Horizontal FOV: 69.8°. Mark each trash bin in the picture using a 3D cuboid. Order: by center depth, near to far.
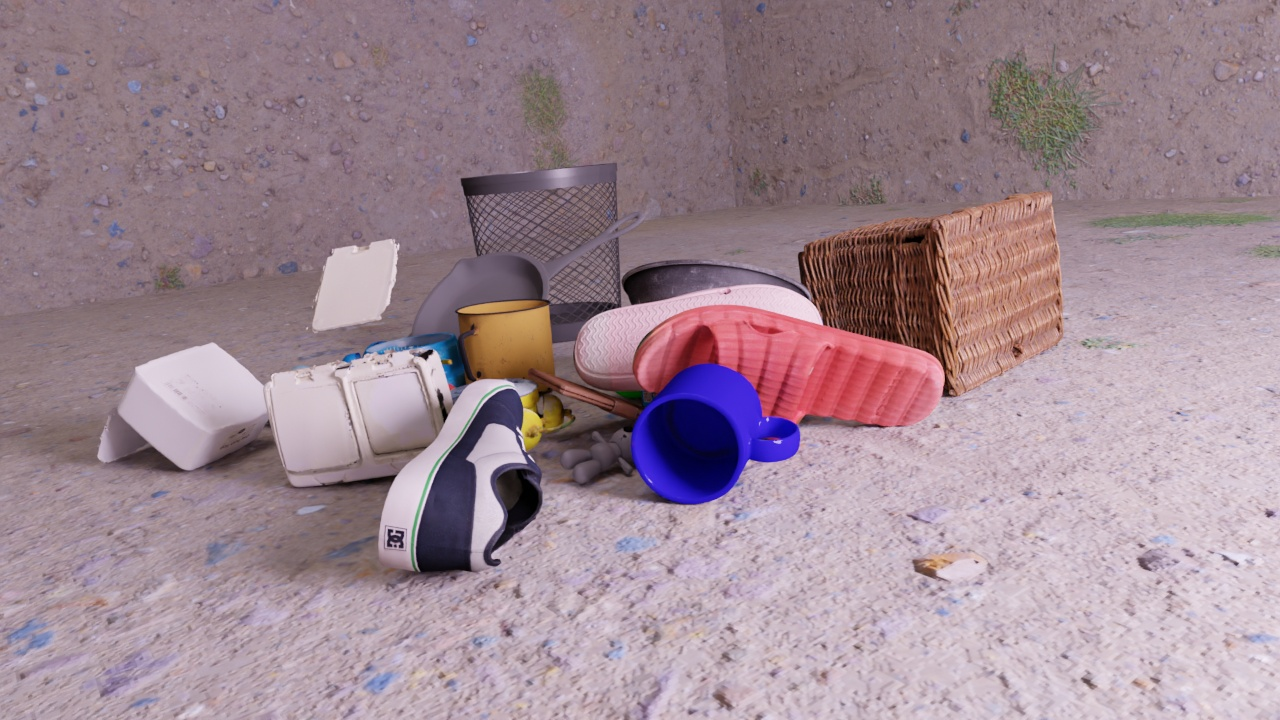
[{"bbox_3d":[-0.130,-0.154,1.302,0.218,0.227,0.217,-5,13,1],"label":"trash bin"}]

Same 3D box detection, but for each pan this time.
[{"bbox_3d":[0.055,-0.046,0.992,0.187,0.055,0.357,9,-13,-11],"label":"pan"},{"bbox_3d":[-0.146,-0.089,1.155,0.354,0.024,0.216,-30,48,3],"label":"pan"}]

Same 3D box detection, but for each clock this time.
[{"bbox_3d":[-0.114,0.048,0.786,0.119,0.057,0.083,-1,13,21],"label":"clock"},{"bbox_3d":[-0.267,0.009,1.019,0.161,0.060,0.116,-5,13,8],"label":"clock"}]

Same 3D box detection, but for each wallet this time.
[{"bbox_3d":[-0.031,0.036,0.793,0.121,0.013,0.087,21,0,-28],"label":"wallet"}]

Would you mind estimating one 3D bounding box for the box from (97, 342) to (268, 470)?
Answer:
[{"bbox_3d":[-0.440,0.063,0.863,0.121,0.137,0.108,39,19,3],"label":"box"}]

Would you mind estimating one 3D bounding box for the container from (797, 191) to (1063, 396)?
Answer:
[{"bbox_3d":[0.293,-0.074,0.939,0.249,0.162,0.184,-18,12,-43],"label":"container"}]

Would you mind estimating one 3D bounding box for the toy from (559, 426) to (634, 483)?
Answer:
[{"bbox_3d":[-0.011,0.067,0.717,0.111,0.030,0.049,-18,46,-36],"label":"toy"}]

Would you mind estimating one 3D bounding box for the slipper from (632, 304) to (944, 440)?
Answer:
[{"bbox_3d":[0.117,0.019,0.715,0.249,0.104,0.059,7,42,-3],"label":"slipper"}]

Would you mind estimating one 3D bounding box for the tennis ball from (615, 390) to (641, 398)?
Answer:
[{"bbox_3d":[-0.005,0.005,0.910,0.065,0.065,0.065,-5,13,1],"label":"tennis ball"}]

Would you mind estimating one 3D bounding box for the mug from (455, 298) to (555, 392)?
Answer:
[{"bbox_3d":[-0.148,-0.010,0.972,0.101,0.094,0.123,2,13,30],"label":"mug"}]

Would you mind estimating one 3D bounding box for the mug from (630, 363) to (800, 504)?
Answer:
[{"bbox_3d":[0.058,0.051,0.653,0.111,0.079,0.083,4,15,15],"label":"mug"}]

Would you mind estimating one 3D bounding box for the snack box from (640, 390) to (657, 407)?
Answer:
[{"bbox_3d":[0.083,0.032,0.844,0.150,0.027,0.082,3,17,37],"label":"snack box"}]

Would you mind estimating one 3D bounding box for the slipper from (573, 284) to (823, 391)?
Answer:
[{"bbox_3d":[0.050,-0.010,0.806,0.222,0.106,0.056,-4,-31,7],"label":"slipper"}]

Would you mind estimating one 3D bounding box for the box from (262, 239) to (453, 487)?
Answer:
[{"bbox_3d":[-0.234,0.010,0.708,0.143,0.186,0.070,-11,13,8],"label":"box"}]

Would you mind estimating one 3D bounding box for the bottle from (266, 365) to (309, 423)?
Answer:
[{"bbox_3d":[-0.380,0.037,0.990,0.040,0.040,0.130,-6,13,-4],"label":"bottle"}]

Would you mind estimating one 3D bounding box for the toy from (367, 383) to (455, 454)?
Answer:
[{"bbox_3d":[-0.230,0.040,0.837,0.094,0.088,0.132,-9,6,43],"label":"toy"}]

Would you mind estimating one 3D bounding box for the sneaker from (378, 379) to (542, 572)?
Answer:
[{"bbox_3d":[-0.099,0.076,0.627,0.079,0.084,0.235,9,17,2],"label":"sneaker"}]
